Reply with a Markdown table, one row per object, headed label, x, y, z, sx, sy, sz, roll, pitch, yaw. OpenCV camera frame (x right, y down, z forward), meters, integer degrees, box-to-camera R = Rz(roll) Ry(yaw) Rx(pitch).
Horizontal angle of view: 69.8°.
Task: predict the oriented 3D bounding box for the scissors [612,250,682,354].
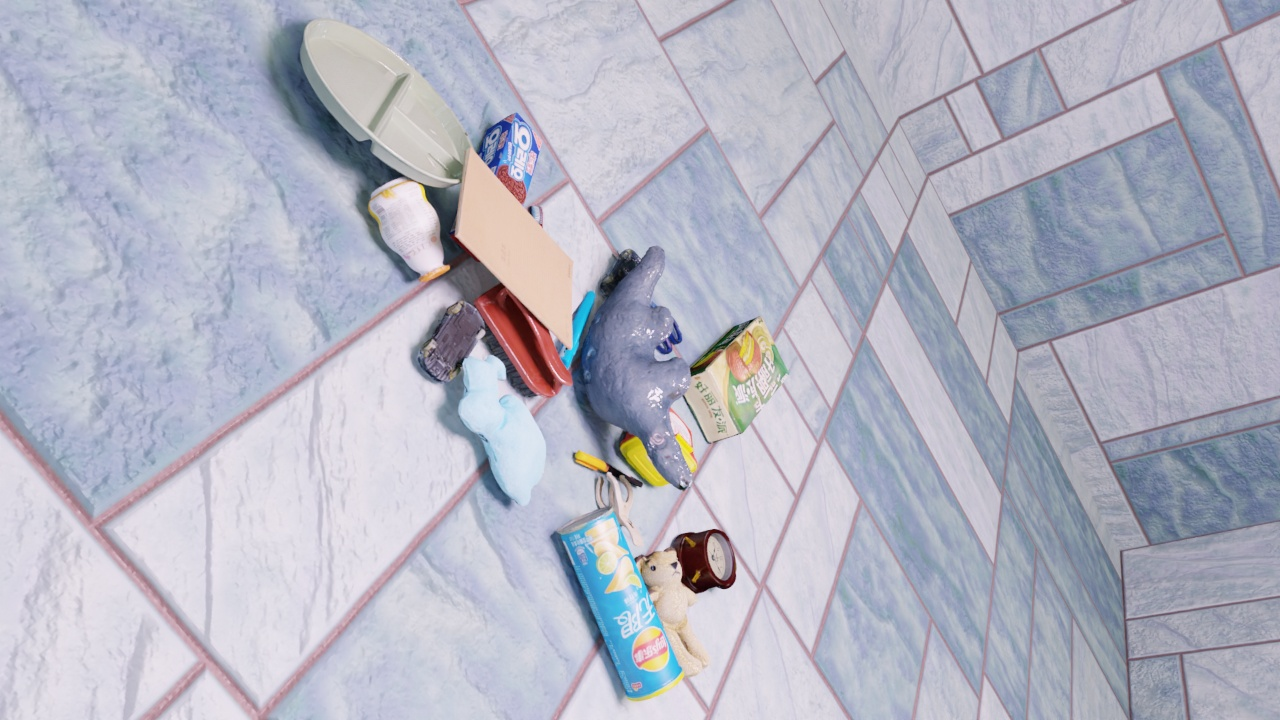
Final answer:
| label | x | y | z | sx | sy | sz | roll | pitch | yaw |
| --- | --- | --- | --- | --- | --- | --- | --- | --- | --- |
| scissors | 0.013 | -0.091 | 1.365 | 0.126 | 0.012 | 0.173 | 1 | 69 | -52 |

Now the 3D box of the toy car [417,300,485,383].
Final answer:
| label | x | y | z | sx | sy | sz | roll | pitch | yaw |
| --- | --- | --- | --- | --- | --- | --- | --- | --- | --- |
| toy car | -0.207 | -0.021 | 1.002 | 0.049 | 0.031 | 0.105 | 53 | 41 | -27 |

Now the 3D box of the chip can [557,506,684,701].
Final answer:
| label | x | y | z | sx | sy | sz | roll | pitch | yaw |
| --- | --- | --- | --- | --- | --- | --- | --- | --- | --- |
| chip can | -0.022 | 0.277 | 1.051 | 0.071 | 0.071 | 0.210 | -22 | 90 | -56 |

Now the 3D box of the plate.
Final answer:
| label | x | y | z | sx | sy | sz | roll | pitch | yaw |
| --- | --- | --- | --- | --- | --- | --- | --- | --- | --- |
| plate | -0.274 | -0.278 | 1.008 | 0.230 | 0.028 | 0.229 | 42 | 23 | -22 |

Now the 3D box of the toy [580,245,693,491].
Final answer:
| label | x | y | z | sx | sy | sz | roll | pitch | yaw |
| --- | --- | --- | --- | --- | --- | --- | --- | --- | --- |
| toy | -0.007 | 0.007 | 1.167 | 0.091 | 0.138 | 0.355 | 69 | 10 | -58 |

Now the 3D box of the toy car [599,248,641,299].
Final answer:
| label | x | y | z | sx | sy | sz | roll | pitch | yaw |
| --- | --- | --- | --- | --- | --- | --- | --- | --- | --- |
| toy car | -0.028 | -0.119 | 1.304 | 0.043 | 0.034 | 0.090 | 48 | 53 | -26 |

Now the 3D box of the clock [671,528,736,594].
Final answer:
| label | x | y | z | sx | sy | sz | roll | pitch | yaw |
| --- | --- | --- | --- | --- | --- | --- | --- | --- | --- |
| clock | 0.092 | 0.267 | 1.228 | 0.121 | 0.055 | 0.082 | 15 | 59 | -52 |

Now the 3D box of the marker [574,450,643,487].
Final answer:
| label | x | y | z | sx | sy | sz | roll | pitch | yaw |
| --- | --- | --- | --- | --- | --- | --- | --- | --- | --- |
| marker | -0.038 | 0.139 | 1.158 | 0.123 | 0.018 | 0.015 | 31 | 87 | -43 |

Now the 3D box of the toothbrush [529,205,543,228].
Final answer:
| label | x | y | z | sx | sy | sz | roll | pitch | yaw |
| --- | --- | --- | --- | --- | --- | --- | --- | --- | --- |
| toothbrush | -0.127 | -0.129 | 1.166 | 0.017 | 0.016 | 0.187 | 11 | 51 | -27 |

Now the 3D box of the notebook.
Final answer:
| label | x | y | z | sx | sy | sz | roll | pitch | yaw |
| --- | --- | --- | --- | --- | --- | --- | --- | --- | --- |
| notebook | -0.139 | -0.125 | 1.054 | 0.211 | 0.012 | 0.149 | 47 | 28 | -42 |

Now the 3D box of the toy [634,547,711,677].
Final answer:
| label | x | y | z | sx | sy | sz | roll | pitch | yaw |
| --- | --- | --- | --- | --- | --- | --- | --- | --- | --- |
| toy | 0.042 | 0.308 | 1.126 | 0.105 | 0.066 | 0.157 | -7 | 69 | -38 |

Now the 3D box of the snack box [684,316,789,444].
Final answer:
| label | x | y | z | sx | sy | sz | roll | pitch | yaw |
| --- | --- | --- | --- | --- | --- | --- | --- | --- | --- |
| snack box | 0.150 | 0.026 | 1.439 | 0.114 | 0.063 | 0.239 | 63 | 33 | -8 |

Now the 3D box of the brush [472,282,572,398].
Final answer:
| label | x | y | z | sx | sy | sz | roll | pitch | yaw |
| --- | --- | --- | --- | --- | --- | --- | --- | --- | --- |
| brush | -0.135 | -0.021 | 1.068 | 0.146 | 0.069 | 0.063 | 60 | 36 | -11 |

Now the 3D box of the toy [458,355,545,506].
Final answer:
| label | x | y | z | sx | sy | sz | roll | pitch | yaw |
| --- | --- | --- | --- | --- | --- | --- | --- | --- | --- |
| toy | -0.148 | 0.076 | 1.010 | 0.156 | 0.050 | 0.161 | 36 | 43 | -50 |

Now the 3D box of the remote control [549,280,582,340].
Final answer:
| label | x | y | z | sx | sy | sz | roll | pitch | yaw |
| --- | --- | --- | --- | --- | --- | --- | --- | --- | --- |
| remote control | -0.116 | -0.065 | 1.164 | 0.056 | 0.020 | 0.135 | 54 | 36 | -19 |

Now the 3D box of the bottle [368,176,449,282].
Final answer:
| label | x | y | z | sx | sy | sz | roll | pitch | yaw |
| --- | --- | --- | --- | --- | --- | --- | --- | --- | --- |
| bottle | -0.246 | -0.139 | 0.988 | 0.063 | 0.063 | 0.108 | -33 | 98 | -56 |

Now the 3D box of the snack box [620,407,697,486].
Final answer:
| label | x | y | z | sx | sy | sz | roll | pitch | yaw |
| --- | --- | --- | --- | --- | --- | --- | --- | --- | --- |
| snack box | 0.027 | 0.108 | 1.213 | 0.091 | 0.082 | 0.080 | 49 | 28 | -27 |

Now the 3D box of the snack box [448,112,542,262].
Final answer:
| label | x | y | z | sx | sy | sz | roll | pitch | yaw |
| --- | --- | --- | --- | --- | --- | --- | --- | --- | --- |
| snack box | -0.176 | -0.219 | 1.136 | 0.058 | 0.057 | 0.207 | 43 | 40 | -36 |

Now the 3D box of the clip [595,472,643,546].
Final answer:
| label | x | y | z | sx | sy | sz | roll | pitch | yaw |
| --- | --- | --- | --- | --- | --- | --- | --- | --- | --- |
| clip | -0.028 | 0.188 | 1.124 | 0.034 | 0.070 | 0.099 | 19 | 50 | -49 |

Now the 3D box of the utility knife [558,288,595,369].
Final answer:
| label | x | y | z | sx | sy | sz | roll | pitch | yaw |
| --- | --- | --- | --- | --- | --- | --- | --- | --- | --- |
| utility knife | -0.081 | -0.044 | 1.192 | 0.018 | 0.034 | 0.160 | 16 | 44 | 2 |
